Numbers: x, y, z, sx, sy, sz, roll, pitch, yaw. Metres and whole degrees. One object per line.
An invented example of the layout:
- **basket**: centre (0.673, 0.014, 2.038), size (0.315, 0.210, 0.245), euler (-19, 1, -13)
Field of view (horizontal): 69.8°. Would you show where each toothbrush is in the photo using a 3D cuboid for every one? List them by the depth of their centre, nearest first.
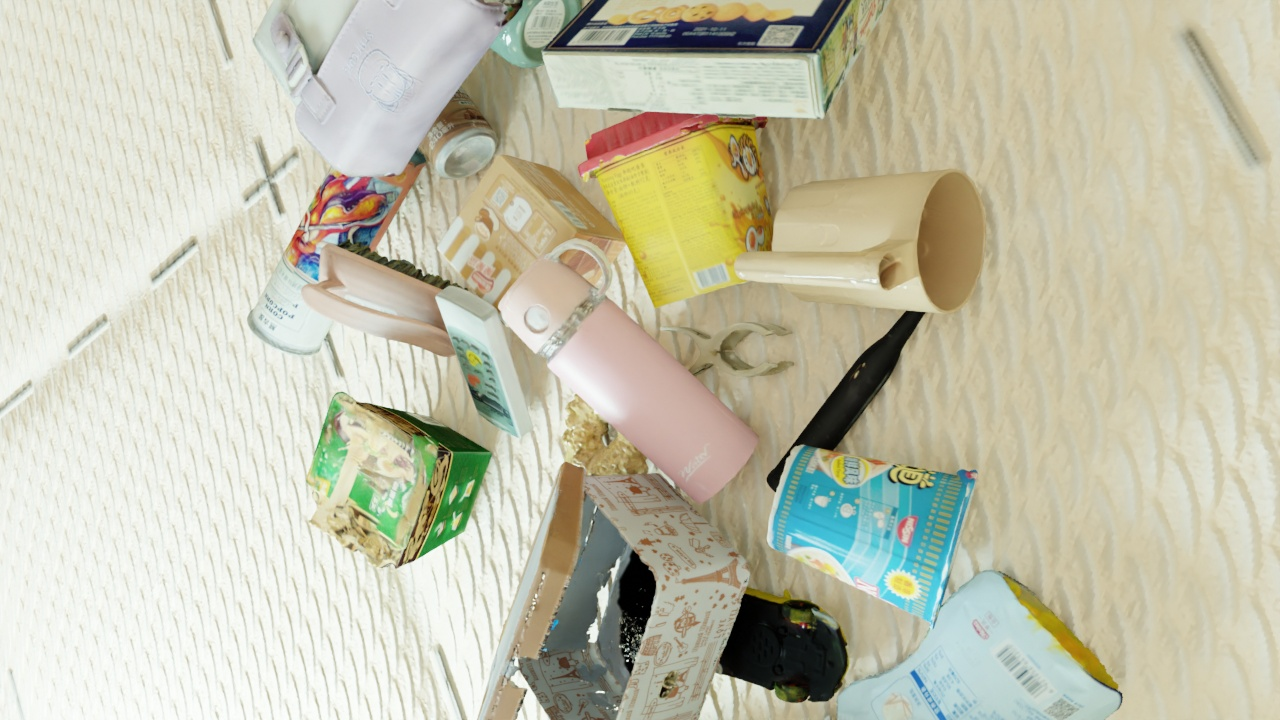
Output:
- **toothbrush**: centre (0.155, 0.006, 0.611), size (0.026, 0.027, 0.213), euler (47, 112, 36)

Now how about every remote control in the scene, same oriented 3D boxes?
- **remote control**: centre (-0.122, 0.003, 0.721), size (0.056, 0.019, 0.135), euler (27, 144, 32)

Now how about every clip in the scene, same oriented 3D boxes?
- **clip**: centre (0.060, -0.017, 0.661), size (0.104, 0.034, 0.076), euler (11, 99, 37)

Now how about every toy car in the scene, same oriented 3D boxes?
- **toy car**: centre (0.076, 0.194, 0.650), size (0.156, 0.041, 0.071), euler (5, 94, 34)

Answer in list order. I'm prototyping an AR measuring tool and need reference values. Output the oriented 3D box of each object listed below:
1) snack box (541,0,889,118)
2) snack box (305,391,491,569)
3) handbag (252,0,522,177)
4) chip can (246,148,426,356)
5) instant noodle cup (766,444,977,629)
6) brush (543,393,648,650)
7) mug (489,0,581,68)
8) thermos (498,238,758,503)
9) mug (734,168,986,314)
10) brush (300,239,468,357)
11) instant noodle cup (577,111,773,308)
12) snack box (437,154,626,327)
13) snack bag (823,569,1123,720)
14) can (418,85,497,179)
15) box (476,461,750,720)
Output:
- **snack box**: centre (0.058, -0.224, 0.584), size (0.178, 0.182, 0.046), euler (11, 141, 29)
- **snack box**: centre (-0.193, 0.095, 0.763), size (0.118, 0.105, 0.117), euler (26, 101, 25)
- **handbag**: centre (-0.189, -0.249, 0.678), size (0.198, 0.098, 0.145), euler (-37, 83, 37)
- **chip can**: centre (-0.272, -0.107, 0.821), size (0.071, 0.071, 0.215), euler (44, 110, 21)
- **instant noodle cup**: centre (0.142, 0.101, 0.574), size (0.110, 0.099, 0.099), euler (16, 99, 23)
- **brush**: centre (-0.045, 0.137, 0.723), size (0.083, 0.045, 0.255), euler (20, 105, 23)
- **mug**: centre (-0.096, -0.297, 0.715), size (0.106, 0.082, 0.112), euler (41, 93, 23)
- **thermos**: centre (-0.004, 0.004, 0.636), size (0.198, 0.067, 0.087), euler (44, 113, -3)
- **mug**: centre (0.132, -0.067, 0.556), size (0.104, 0.124, 0.084), euler (8, 114, 46)
- **brush**: centre (-0.203, -0.044, 0.766), size (0.146, 0.072, 0.063), euler (22, 125, 7)
- **instant noodle cup**: centre (0.036, -0.108, 0.632), size (0.116, 0.116, 0.123), euler (-15, 96, 28)
- **snack box**: centre (-0.084, -0.090, 0.712), size (0.093, 0.077, 0.094), euler (47, 112, 19)
- **snack bag**: centre (0.198, 0.230, 0.586), size (0.110, 0.038, 0.191), euler (44, 114, 15)
- **can**: centre (-0.172, -0.211, 0.768), size (0.059, 0.058, 0.116), euler (-43, 71, 23)
- **box**: centre (-0.048, 0.174, 0.624), size (0.148, 0.157, 0.182), euler (39, 119, 46)
